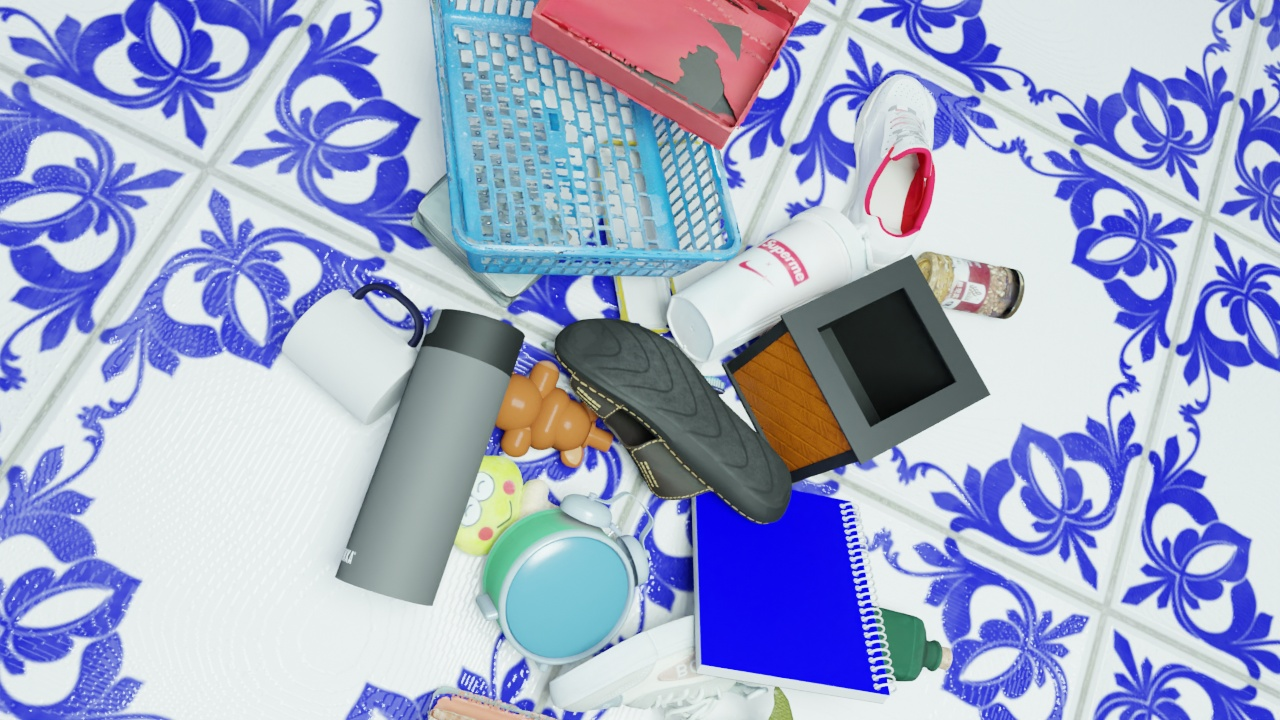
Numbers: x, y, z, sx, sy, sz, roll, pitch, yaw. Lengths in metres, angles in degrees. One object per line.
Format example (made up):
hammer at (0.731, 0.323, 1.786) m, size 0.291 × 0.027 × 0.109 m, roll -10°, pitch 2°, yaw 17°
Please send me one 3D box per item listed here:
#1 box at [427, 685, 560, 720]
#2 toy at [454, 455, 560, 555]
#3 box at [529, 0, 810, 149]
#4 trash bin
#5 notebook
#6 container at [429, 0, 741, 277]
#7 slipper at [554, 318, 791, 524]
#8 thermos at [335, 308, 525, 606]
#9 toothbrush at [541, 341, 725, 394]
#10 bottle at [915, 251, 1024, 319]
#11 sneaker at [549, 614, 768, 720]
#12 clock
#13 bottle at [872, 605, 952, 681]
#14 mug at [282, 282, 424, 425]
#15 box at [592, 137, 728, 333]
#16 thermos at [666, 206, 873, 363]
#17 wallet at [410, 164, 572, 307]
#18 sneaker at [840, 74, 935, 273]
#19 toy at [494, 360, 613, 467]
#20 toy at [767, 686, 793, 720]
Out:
box at (-0.091, 0.325, 0.776) m, size 0.187 × 0.083 × 0.042 m, roll 20°, pitch 84°, yaw -8°
toy at (-0.123, 0.137, 0.830) m, size 0.115 × 0.046 × 0.092 m, roll 25°, pitch 74°, yaw -13°
box at (0.023, -0.306, 0.821) m, size 0.214 × 0.154 × 0.164 m, roll 29°, pitch 39°, yaw -6°
trash bin at (0.192, 0.017, 0.859) m, size 0.139 × 0.172 × 0.139 m, roll -25°, pitch 82°, yaw -17°
notebook at (0.131, 0.196, 0.822) m, size 0.171 × 0.022 × 0.208 m, roll 12°, pitch 39°, yaw -8°
container at (-0.069, -0.232, 0.870) m, size 0.256 × 0.089 × 0.361 m, roll -1°, pitch 64°, yaw -20°
slipper at (0.027, 0.061, 0.861) m, size 0.268 × 0.076 × 0.112 m, roll 40°, pitch 45°, yaw -3°
thermos at (-0.175, 0.077, 0.777) m, size 0.082 × 0.082 × 0.240 m, roll 19°, pitch 76°, yaw -7°
toothbrush at (-0.005, 0.005, 0.904) m, size 0.189 × 0.016 × 0.017 m, roll 14°, pitch 63°, yaw -9°
bottle at (0.346, -0.080, 0.979) m, size 0.105 × 0.056 × 0.056 m, roll 10°, pitch 74°, yaw -9°
sneaker at (0.043, 0.271, 0.797) m, size 0.241 × 0.090 × 0.090 m, roll -13°, pitch 71°, yaw -26°
clock at (-0.058, 0.181, 0.801) m, size 0.161 × 0.075 × 0.122 m, roll -43°, pitch 114°, yaw -10°
bottle at (0.229, 0.266, 0.862) m, size 0.131 × 0.061 × 0.061 m, roll 16°, pitch 71°, yaw -8°
mug at (-0.243, -0.015, 0.816) m, size 0.097 × 0.078 × 0.112 m, roll 41°, pitch 99°, yaw 0°
box at (0.025, -0.130, 0.937) m, size 0.129 × 0.036 × 0.209 m, roll -6°, pitch 76°, yaw -18°
thermos at (0.133, -0.075, 0.900) m, size 0.220 × 0.100 × 0.099 m, roll -31°, pitch 84°, yaw -25°
wallet at (-0.143, -0.126, 0.888) m, size 0.131 × 0.054 × 0.100 m, roll 43°, pitch 71°, yaw -1°
sneaker at (0.278, -0.215, 0.973) m, size 0.090 × 0.104 × 0.236 m, roll 21°, pitch 72°, yaw -6°
toy at (-0.088, 0.052, 0.858) m, size 0.127 × 0.065 × 0.095 m, roll 24°, pitch 80°, yaw -14°
toy at (0.072, 0.368, 0.788) m, size 0.152 × 0.078 × 0.179 m, roll -13°, pitch 110°, yaw -17°
